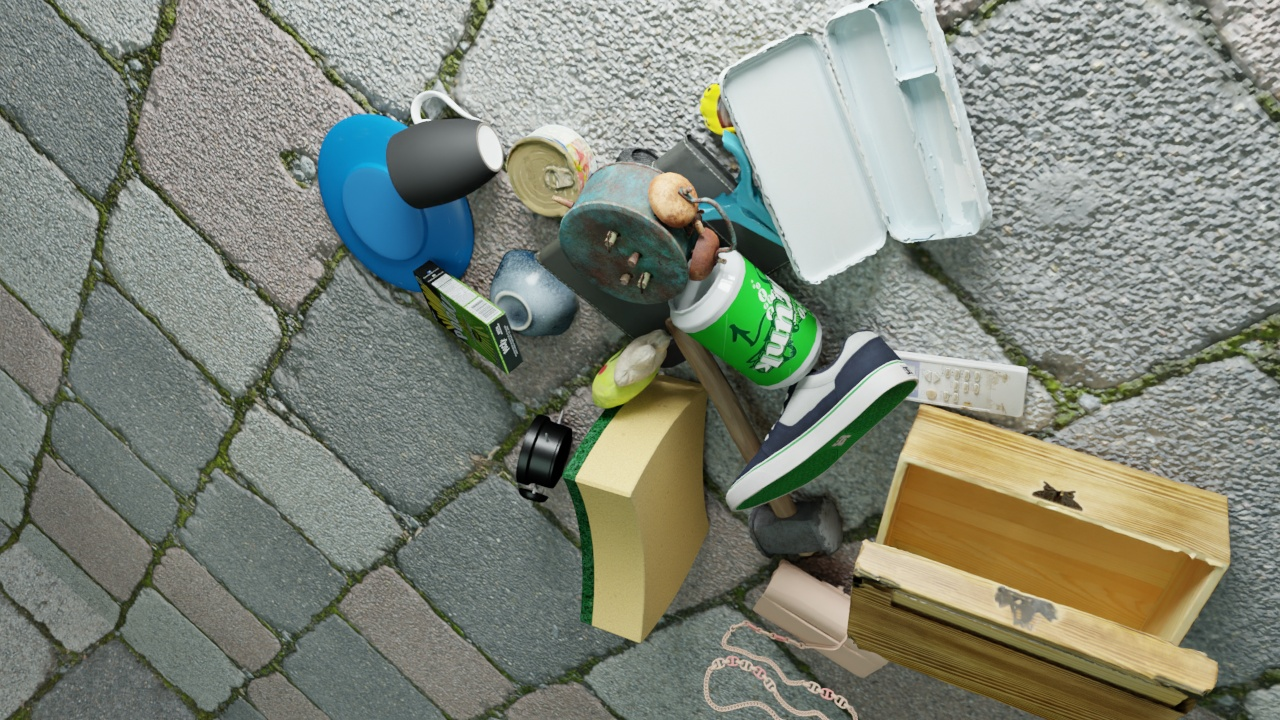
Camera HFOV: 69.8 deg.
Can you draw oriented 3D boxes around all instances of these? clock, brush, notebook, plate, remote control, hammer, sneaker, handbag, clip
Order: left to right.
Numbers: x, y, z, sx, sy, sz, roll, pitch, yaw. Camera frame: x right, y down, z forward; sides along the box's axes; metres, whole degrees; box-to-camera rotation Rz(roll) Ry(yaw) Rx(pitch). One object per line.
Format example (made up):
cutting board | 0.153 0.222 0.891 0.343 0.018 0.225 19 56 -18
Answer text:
plate | -0.296 -0.175 1.076 0.224 0.024 0.225 16 128 21
clock | -0.119 0.126 1.139 0.042 0.091 0.121 16 116 8
brush | 0.004 0.159 1.015 0.075 0.194 0.251 13 127 23
clock | 0.006 -0.107 0.794 0.158 0.073 0.121 0 140 33
notebook | 0.026 -0.104 0.890 0.210 0.029 0.169 -29 124 36
remote control | 0.053 -0.019 0.971 0.046 0.009 0.125 19 147 -39
clip | 0.071 -0.142 0.809 0.119 0.033 0.121 -13 128 16
hammer | 0.114 0.086 0.980 0.098 0.052 0.328 -12 119 36
sneaker | 0.161 0.062 0.905 0.236 0.084 0.079 -47 60 29
handbag | 0.194 0.344 1.033 0.199 0.186 0.117 30 160 11
remote control | 0.292 0.021 0.869 0.136 0.011 0.050 9 125 26

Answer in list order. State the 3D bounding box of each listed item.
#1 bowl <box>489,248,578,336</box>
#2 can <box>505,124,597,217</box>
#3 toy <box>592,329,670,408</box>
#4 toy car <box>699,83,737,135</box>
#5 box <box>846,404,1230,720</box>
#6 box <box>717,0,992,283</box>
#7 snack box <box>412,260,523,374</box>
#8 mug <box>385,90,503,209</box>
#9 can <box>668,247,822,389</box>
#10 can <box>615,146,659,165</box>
bowl | -0.129 -0.067 1.032 0.110 0.055 0.110 16 127 21
can | -0.089 -0.191 0.927 0.086 0.043 0.086 16 129 21
toy | -0.006 0.005 0.928 0.046 0.091 0.115 47 148 3
toy car | 0.100 -0.218 0.804 0.107 0.030 0.049 12 128 25
box | 0.344 0.233 0.854 0.279 0.219 0.259 17 130 18
box | 0.180 -0.179 0.758 0.186 0.084 0.211 -17 112 27
snack box | -0.199 -0.051 1.058 0.147 0.025 0.080 33 152 35
mug | -0.201 -0.226 0.956 0.100 0.084 0.119 -10 86 22
can | 0.100 -0.038 0.863 0.140 0.087 0.088 34 138 -29
can | -0.022 -0.147 0.910 0.054 0.053 0.138 37 133 3
